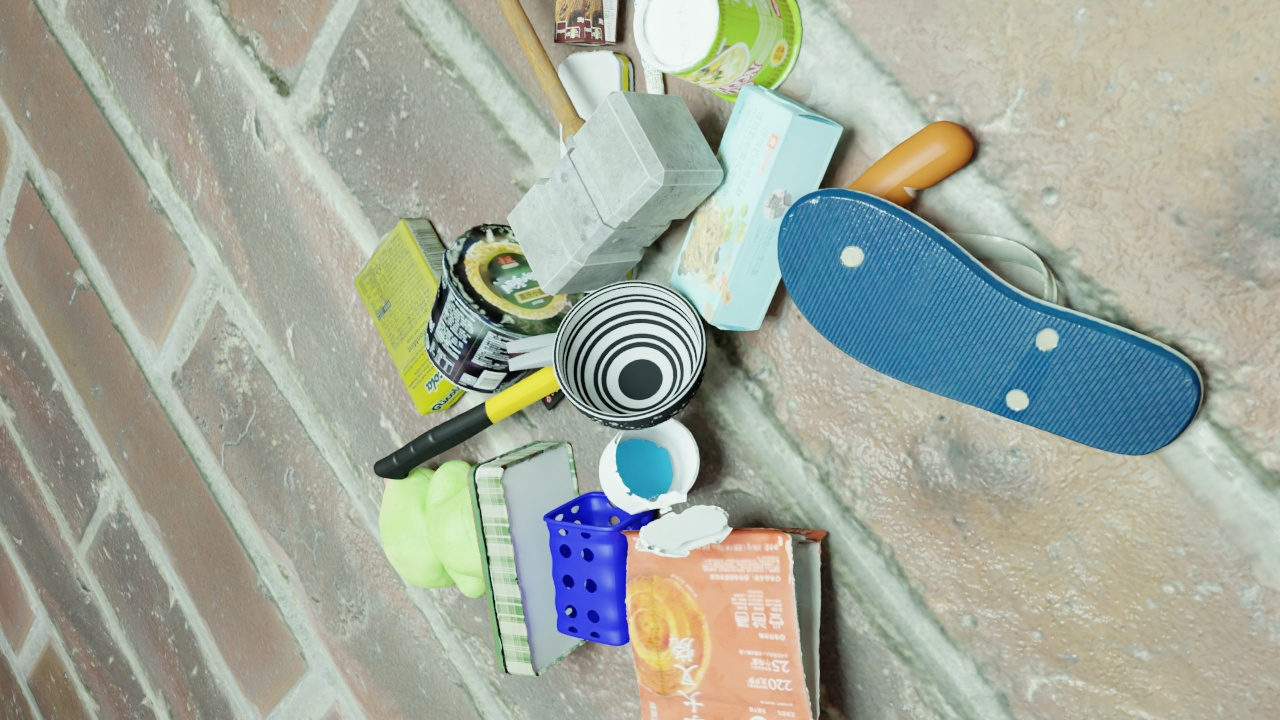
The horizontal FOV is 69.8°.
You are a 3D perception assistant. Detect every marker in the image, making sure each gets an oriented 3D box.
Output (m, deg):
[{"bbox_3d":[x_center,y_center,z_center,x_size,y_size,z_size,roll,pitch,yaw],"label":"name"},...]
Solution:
[{"bbox_3d":[0.003,-0.294,0.765,0.017,0.017,0.145,-4,97,36],"label":"marker"}]

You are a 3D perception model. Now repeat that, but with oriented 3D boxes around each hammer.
[{"bbox_3d":[-0.075,-0.229,0.751,0.163,0.082,0.317,-40,71,42],"label":"hammer"},{"bbox_3d":[-0.146,0.051,0.867,0.325,0.127,0.029,-28,59,33],"label":"hammer"}]

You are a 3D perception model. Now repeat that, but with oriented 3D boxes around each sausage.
[{"bbox_3d":[0.169,-0.112,0.671,0.044,0.039,0.165,45,124,-2],"label":"sausage"}]

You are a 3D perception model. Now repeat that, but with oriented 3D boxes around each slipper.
[{"bbox_3d":[0.230,-0.028,0.637,0.295,0.060,0.118,27,120,14],"label":"slipper"}]

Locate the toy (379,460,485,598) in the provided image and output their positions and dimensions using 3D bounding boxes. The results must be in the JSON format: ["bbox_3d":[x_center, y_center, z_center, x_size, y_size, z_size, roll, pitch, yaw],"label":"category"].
[{"bbox_3d":[-0.207,0.179,0.967,0.197,0.107,0.150,-14,93,28],"label":"toy"}]

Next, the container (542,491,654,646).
[{"bbox_3d":[-0.032,0.192,0.852,0.085,0.084,0.113,2,102,34],"label":"container"}]

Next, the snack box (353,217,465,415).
[{"bbox_3d":[-0.226,-0.048,0.966,0.122,0.045,0.181,-41,73,36],"label":"snack box"}]

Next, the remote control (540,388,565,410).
[{"bbox_3d":[-0.057,-0.004,0.871,0.147,0.015,0.033,-45,73,33],"label":"remote control"}]

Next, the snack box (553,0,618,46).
[{"bbox_3d":[-0.043,-0.339,0.770,0.051,0.031,0.141,24,115,52],"label":"snack box"}]

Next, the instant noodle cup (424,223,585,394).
[{"bbox_3d":[-0.135,-0.040,0.852,0.137,0.137,0.113,52,132,15],"label":"instant noodle cup"}]

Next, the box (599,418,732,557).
[{"bbox_3d":[0.018,0.106,0.756,0.156,0.084,0.125,115,144,-74],"label":"box"}]

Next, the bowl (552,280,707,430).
[{"bbox_3d":[-0.004,0.004,0.734,0.120,0.066,0.120,-4,64,9],"label":"bowl"}]

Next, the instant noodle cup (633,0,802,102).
[{"bbox_3d":[0.053,-0.246,0.684,0.099,0.107,0.099,9,105,33],"label":"instant noodle cup"}]

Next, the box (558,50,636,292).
[{"bbox_3d":[-0.039,-0.164,0.811,0.064,0.037,0.210,7,103,32],"label":"box"}]

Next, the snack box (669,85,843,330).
[{"bbox_3d":[0.085,-0.116,0.707,0.075,0.053,0.175,52,130,49],"label":"snack box"}]

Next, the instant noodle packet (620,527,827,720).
[{"bbox_3d":[0.068,0.248,0.753,0.165,0.083,0.220,-8,77,36],"label":"instant noodle packet"}]

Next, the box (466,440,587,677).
[{"bbox_3d":[-0.103,0.186,0.882,0.051,0.117,0.205,-5,98,34],"label":"box"}]
